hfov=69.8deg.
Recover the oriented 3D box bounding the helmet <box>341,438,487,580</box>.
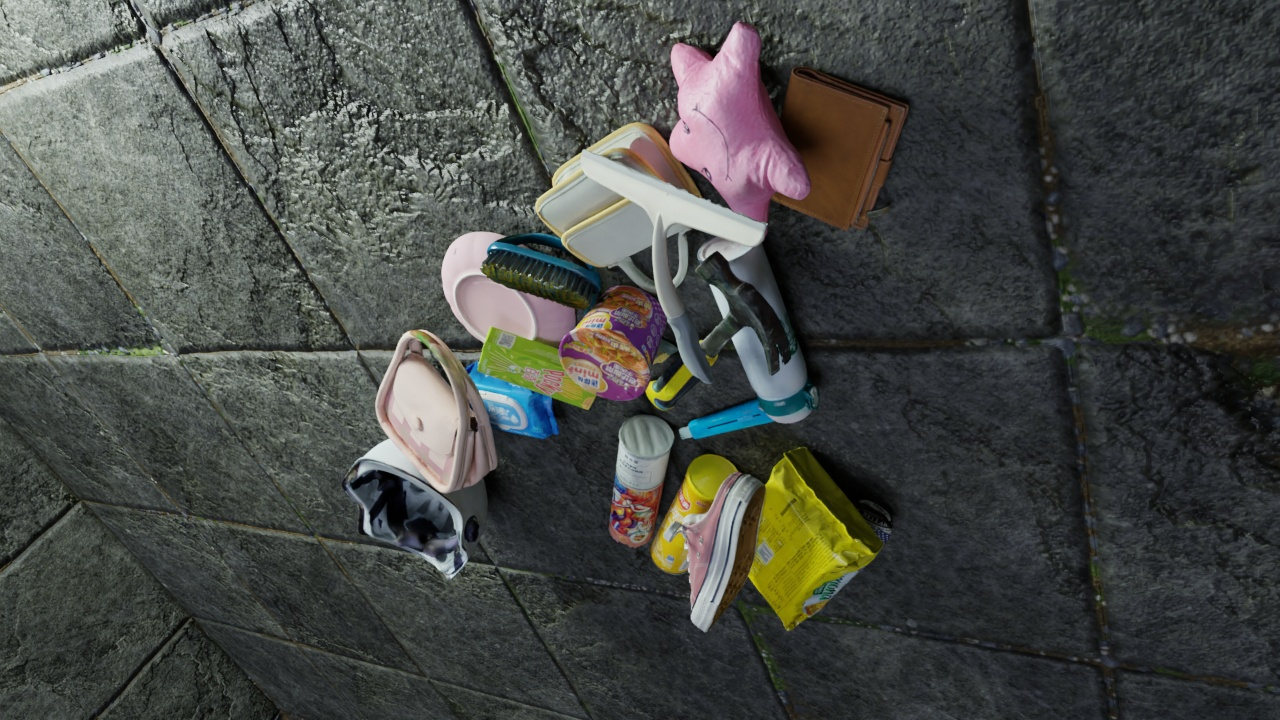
[{"bbox_3d":[-0.332,0.205,1.444,0.229,0.145,0.259,20,135,15],"label":"helmet"}]

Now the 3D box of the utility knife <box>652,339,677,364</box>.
[{"bbox_3d":[-0.007,0.007,1.145,0.031,0.018,0.152,49,142,-8],"label":"utility knife"}]

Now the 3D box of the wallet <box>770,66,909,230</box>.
[{"bbox_3d":[0.176,-0.183,0.823,0.119,0.035,0.131,24,138,14],"label":"wallet"}]

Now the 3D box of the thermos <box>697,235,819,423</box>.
[{"bbox_3d":[0.132,-0.030,0.977,0.073,0.073,0.224,-2,128,34],"label":"thermos"}]

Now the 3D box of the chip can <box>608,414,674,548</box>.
[{"bbox_3d":[-0.002,0.168,1.252,0.071,0.071,0.215,22,139,13],"label":"chip can"}]

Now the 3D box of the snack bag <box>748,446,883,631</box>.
[{"bbox_3d":[0.187,0.228,1.142,0.158,0.068,0.247,53,147,23],"label":"snack bag"}]

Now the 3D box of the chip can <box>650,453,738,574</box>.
[{"bbox_3d":[0.072,0.214,1.246,0.072,0.071,0.214,28,139,8],"label":"chip can"}]

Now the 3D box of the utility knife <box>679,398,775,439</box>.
[{"bbox_3d":[0.105,0.076,1.132,0.166,0.018,0.034,-21,116,45],"label":"utility knife"}]

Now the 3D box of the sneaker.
[{"bbox_3d":[0.087,0.228,1.131,0.088,0.118,0.241,26,126,26],"label":"sneaker"}]

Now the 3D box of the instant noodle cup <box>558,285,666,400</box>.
[{"bbox_3d":[-0.024,-0.025,1.053,0.112,0.099,0.112,16,138,15],"label":"instant noodle cup"}]

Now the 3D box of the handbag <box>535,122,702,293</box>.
[{"bbox_3d":[-0.008,-0.142,0.969,0.164,0.063,0.179,-20,120,45],"label":"handbag"}]

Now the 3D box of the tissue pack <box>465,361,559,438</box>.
[{"bbox_3d":[-0.188,0.056,1.277,0.157,0.052,0.095,11,134,25],"label":"tissue pack"}]

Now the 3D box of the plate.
[{"bbox_3d":[-0.174,-0.071,1.156,0.192,0.038,0.193,18,137,18],"label":"plate"}]

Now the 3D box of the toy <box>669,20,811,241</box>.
[{"bbox_3d":[0.080,-0.198,0.832,0.179,0.074,0.194,8,125,62],"label":"toy"}]

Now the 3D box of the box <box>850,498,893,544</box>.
[{"bbox_3d":[0.264,0.226,1.161,0.074,0.064,0.165,12,141,-12],"label":"box"}]

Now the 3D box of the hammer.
[{"bbox_3d":[0.068,-0.002,1.002,0.126,0.031,0.324,47,156,4],"label":"hammer"}]

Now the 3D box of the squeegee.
[{"bbox_3d":[0.036,-0.059,0.884,0.246,0.039,0.247,32,150,41],"label":"squeegee"}]

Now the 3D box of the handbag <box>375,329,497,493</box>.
[{"bbox_3d":[-0.281,0.053,1.267,0.193,0.093,0.235,43,141,24],"label":"handbag"}]

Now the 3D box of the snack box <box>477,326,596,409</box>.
[{"bbox_3d":[-0.126,0.011,1.168,0.156,0.026,0.086,20,149,-7],"label":"snack box"}]

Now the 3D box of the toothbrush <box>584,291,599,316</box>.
[{"bbox_3d":[-0.072,-0.026,1.153,0.016,0.018,0.192,26,141,9],"label":"toothbrush"}]

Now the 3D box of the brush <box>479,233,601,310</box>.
[{"bbox_3d":[-0.110,-0.109,1.053,0.144,0.073,0.055,17,158,15],"label":"brush"}]
